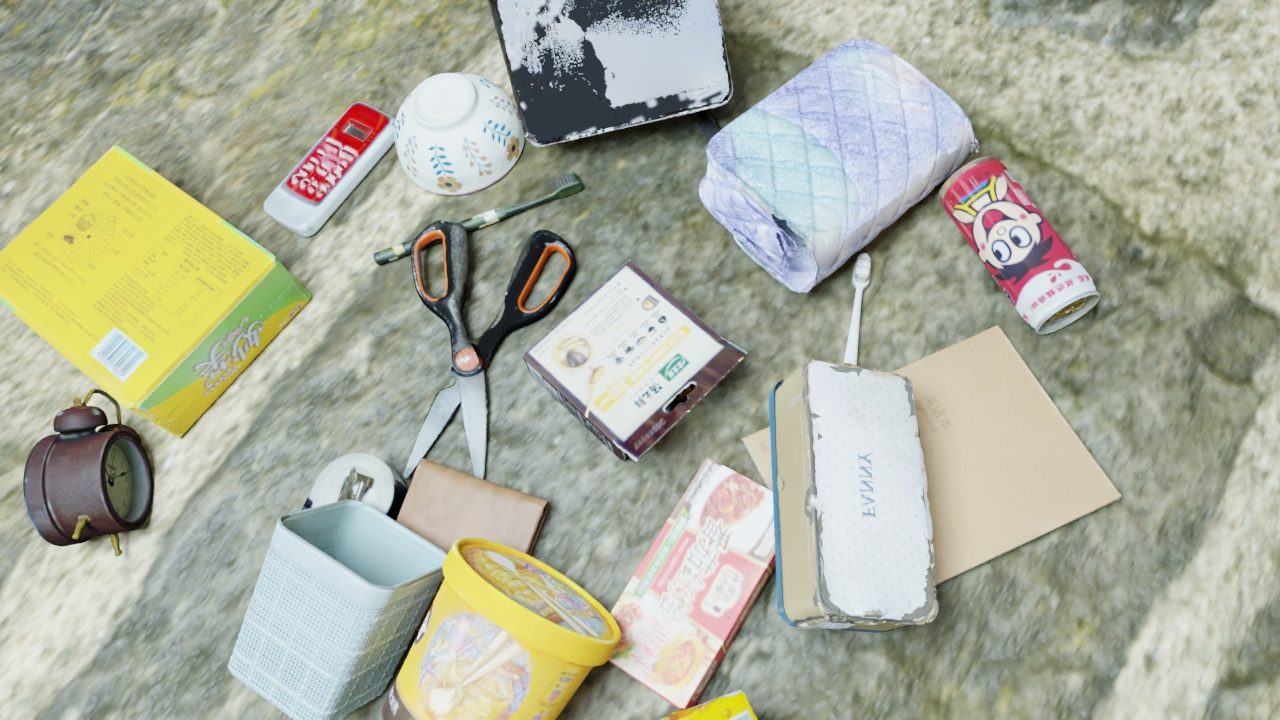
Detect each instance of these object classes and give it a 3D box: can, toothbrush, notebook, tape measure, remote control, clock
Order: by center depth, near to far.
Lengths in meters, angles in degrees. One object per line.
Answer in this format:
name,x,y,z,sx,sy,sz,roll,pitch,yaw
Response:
notebook,0.198,0.076,0.644,0.211,0.012,0.149,-24,64,-4
tape measure,-0.206,0.102,0.670,0.066,0.034,0.065,14,69,11
toothbrush,0.155,-0.002,0.675,0.016,0.016,0.179,8,63,12
clock,-0.404,0.080,0.677,0.055,0.082,0.121,-8,66,-2
can,0.280,-0.086,0.683,0.053,0.053,0.132,-24,65,-4
toothbrush,0.077,-0.159,0.764,0.015,0.018,0.181,-22,63,-4
toothbrush,-0.137,-0.119,0.773,0.186,0.012,0.017,-21,59,-3
remote control,-0.271,-0.170,0.808,0.056,0.020,0.135,30,72,17

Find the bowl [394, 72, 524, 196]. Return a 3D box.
bowl,-0.161,-0.206,0.788,0.113,0.062,0.113,-3,64,6

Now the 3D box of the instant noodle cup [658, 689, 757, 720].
instant noodle cup,0.019,0.260,0.534,0.123,0.116,0.116,-23,65,-17

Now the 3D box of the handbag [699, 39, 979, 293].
handbag,0.149,-0.153,0.708,0.193,0.076,0.134,-38,71,-19

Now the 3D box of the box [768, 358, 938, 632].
box,0.134,0.081,0.595,0.089,0.060,0.184,10,63,-14

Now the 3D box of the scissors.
scissors,-0.123,-0.020,0.718,0.210,0.022,0.221,-25,70,-8

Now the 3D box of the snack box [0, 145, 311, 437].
snack box,-0.401,-0.060,0.746,0.210,0.070,0.157,32,73,19

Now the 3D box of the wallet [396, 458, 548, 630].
wallet,-0.130,0.137,0.648,0.101,0.020,0.115,16,74,11

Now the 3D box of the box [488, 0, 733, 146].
box,-0.025,-0.290,0.790,0.183,0.157,0.193,-11,21,6

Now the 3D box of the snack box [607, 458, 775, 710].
snack box,0.039,0.148,0.616,0.075,0.025,0.152,28,74,23

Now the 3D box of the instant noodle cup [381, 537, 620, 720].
instant noodle cup,-0.090,0.188,0.568,0.118,0.118,0.114,30,90,18

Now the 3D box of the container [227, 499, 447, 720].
container,-0.197,0.164,0.593,0.090,0.089,0.111,27,98,16

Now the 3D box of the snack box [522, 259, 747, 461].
snack box,-0.004,0.004,0.678,0.113,0.053,0.125,-43,69,-13
